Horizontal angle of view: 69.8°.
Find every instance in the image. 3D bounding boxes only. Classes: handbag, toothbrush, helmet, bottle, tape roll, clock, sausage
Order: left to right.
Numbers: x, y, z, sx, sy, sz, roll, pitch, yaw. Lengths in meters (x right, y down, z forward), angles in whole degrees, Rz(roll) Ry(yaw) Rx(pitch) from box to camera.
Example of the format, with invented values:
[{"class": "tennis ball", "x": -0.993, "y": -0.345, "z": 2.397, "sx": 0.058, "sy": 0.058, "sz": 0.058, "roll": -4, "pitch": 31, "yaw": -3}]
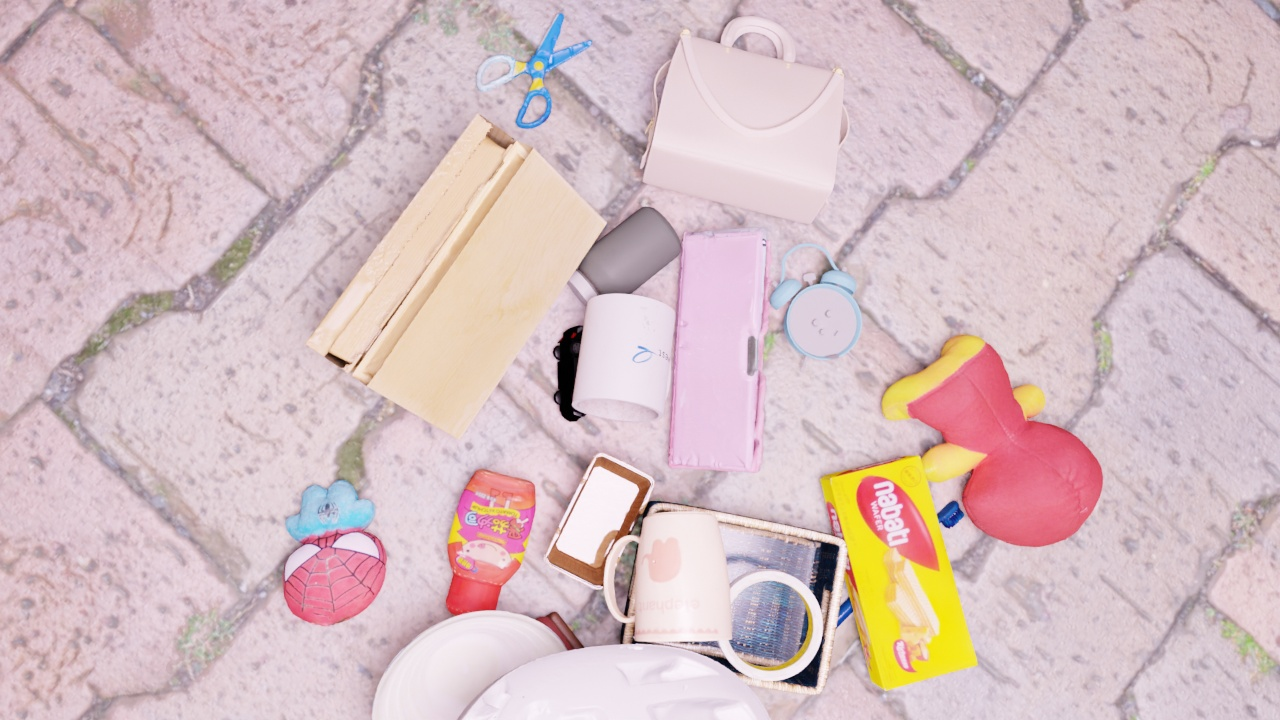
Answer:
[{"class": "bottle", "x": -0.142, "y": 0.172, "z": 0.852, "sx": 0.071, "sy": 0.048, "sz": 0.134, "roll": 15, "pitch": 83, "yaw": -4}, {"class": "sausage", "x": -0.050, "y": 0.302, "z": 0.849, "sx": 0.040, "sy": 0.040, "sz": 0.155, "roll": -38, "pitch": 88, "yaw": -7}, {"class": "helmet", "x": -0.024, "y": 0.342, "z": 0.733, "sx": 0.282, "sy": 0.184, "sz": 0.224, "roll": -11, "pitch": 79, "yaw": -3}, {"class": "bottle", "x": -0.017, "y": -0.096, "z": 0.883, "sx": 0.108, "sy": 0.060, "sz": 0.060, "roll": -39, "pitch": 88, "yaw": -7}, {"class": "handbag", "x": 0.109, "y": -0.254, "z": 0.901, "sx": 0.194, "sy": 0.101, "sz": 0.197, "roll": 13, "pitch": 71, "yaw": -3}, {"class": "tape roll", "x": 0.112, "y": 0.231, "z": 0.805, "sx": 0.094, "sy": 0.019, "sz": 0.094, "roll": 0, "pitch": 84, "yaw": -4}, {"class": "clock", "x": 0.173, "y": -0.056, "z": 0.902, "sx": 0.087, "sy": 0.042, "sz": 0.123, "roll": -12, "pitch": 87, "yaw": -5}, {"class": "toothbrush", "x": 0.244, "y": 0.205, "z": 0.893, "sx": 0.190, "sy": 0.016, "sz": 0.017, "roll": -41, "pitch": 95, "yaw": -7}]

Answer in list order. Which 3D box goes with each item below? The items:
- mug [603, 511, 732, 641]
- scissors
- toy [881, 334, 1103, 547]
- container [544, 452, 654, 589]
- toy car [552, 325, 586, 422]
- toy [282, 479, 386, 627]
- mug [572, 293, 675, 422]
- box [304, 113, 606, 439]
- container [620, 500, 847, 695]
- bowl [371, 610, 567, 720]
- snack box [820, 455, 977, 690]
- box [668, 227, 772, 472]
[{"class": "mug", "x": 0.021, "y": 0.184, "z": 0.779, "sx": 0.112, "sy": 0.085, "sz": 0.104, "roll": -7, "pitch": 73, "yaw": 24}, {"class": "scissors", "x": -0.111, "y": -0.299, "z": 0.924, "sx": 0.109, "sy": 0.018, "sz": 0.131, "roll": 24, "pitch": 84, "yaw": -4}, {"class": "toy", "x": 0.343, "y": 0.082, "z": 0.876, "sx": 0.147, "sy": 0.099, "sz": 0.216, "roll": -39, "pitch": 83, "yaw": 0}, {"class": "container", "x": -0.039, "y": 0.148, "z": 0.855, "sx": 0.063, "sy": 0.061, "sz": 0.114, "roll": 27, "pitch": 83, "yaw": -1}, {"class": "toy car", "x": -0.059, "y": 0.013, "z": 0.880, "sx": 0.036, "sy": 0.042, "sz": 0.091, "roll": 2, "pitch": 84, "yaw": -29}, {"class": "toy", "x": -0.280, "y": 0.174, "z": 0.838, "sx": 0.092, "sy": 0.062, "sz": 0.132, "roll": -8, "pitch": 73, "yaw": -12}, {"class": "mug", "x": -0.005, "y": 0.005, "z": 0.852, "sx": 0.083, "sy": 0.119, "sz": 0.096, "roll": -3, "pitch": 71, "yaw": 32}, {"class": "box", "x": -0.171, "y": -0.081, "z": 0.827, "sx": 0.179, "sy": 0.142, "sz": 0.248, "roll": 33, "pitch": 84, "yaw": 9}, {"class": "container", "x": 0.083, "y": 0.216, "z": 0.851, "sx": 0.187, "sy": 0.071, "sz": 0.145, "roll": 12, "pitch": 83, "yaw": -3}, {"class": "bowl", "x": -0.150, "y": 0.288, "z": 0.818, "sx": 0.176, "sy": 0.058, "sz": 0.177, "roll": -6, "pitch": 108, "yaw": -18}, {"class": "snack box", "x": 0.241, "y": 0.196, "z": 0.862, "sx": 0.092, "sy": 0.042, "sz": 0.200, "roll": -12, "pitch": 83, "yaw": -5}, {"class": "box", "x": 0.078, "y": -0.010, "z": 0.871, "sx": 0.099, "sy": 0.080, "sz": 0.232, "roll": 6, "pitch": 84, "yaw": -5}]
